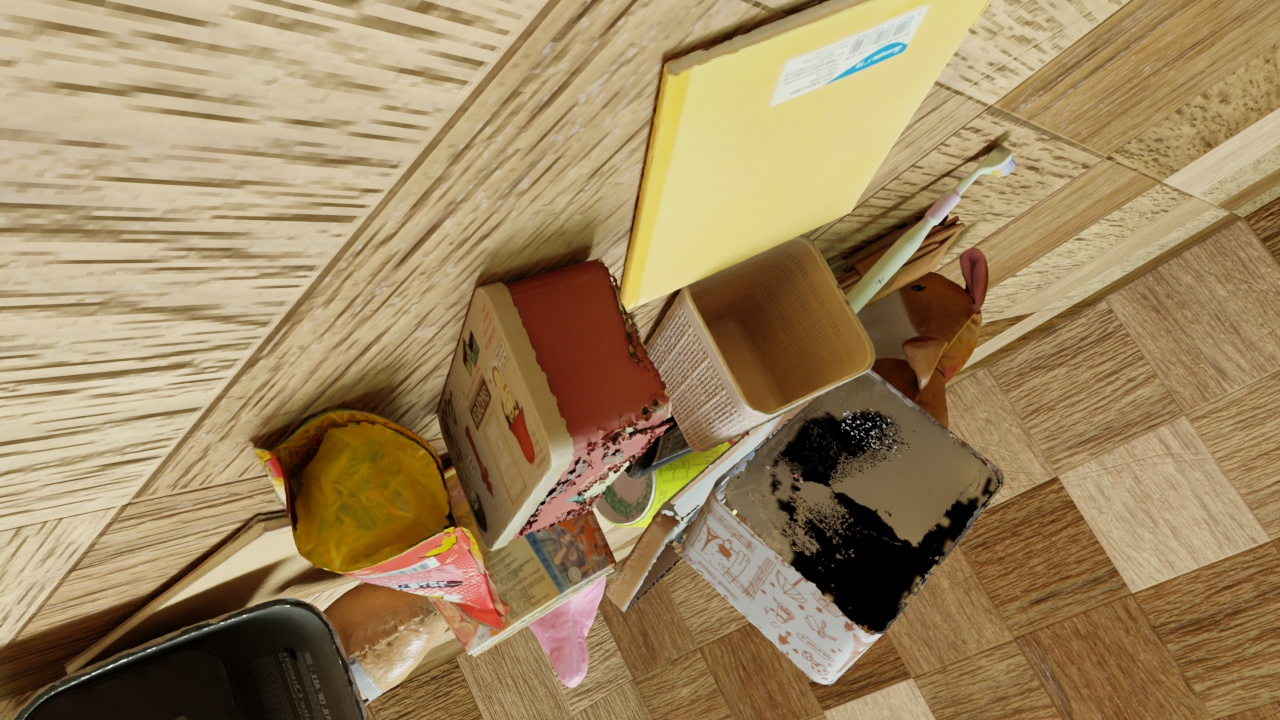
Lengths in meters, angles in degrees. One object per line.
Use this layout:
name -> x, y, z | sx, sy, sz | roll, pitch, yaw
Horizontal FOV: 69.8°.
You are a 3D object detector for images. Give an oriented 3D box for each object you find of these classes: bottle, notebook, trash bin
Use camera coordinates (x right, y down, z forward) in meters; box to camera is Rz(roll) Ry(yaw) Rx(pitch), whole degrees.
bottle -> 0.067, 0.034, 0.767 | 0.194, 0.044, 0.080 | -22, 147, -29
notebook -> -0.262, 0.146, 0.623 | 0.212, 0.012, 0.149 | -34, 167, 22
notebook -> 0.063, -0.089, 0.401 | 0.145, 0.010, 0.206 | -25, 166, -12
trash bin -> -0.314, 0.286, 0.629 | 0.198, 0.199, 0.220 | -16, 175, -40

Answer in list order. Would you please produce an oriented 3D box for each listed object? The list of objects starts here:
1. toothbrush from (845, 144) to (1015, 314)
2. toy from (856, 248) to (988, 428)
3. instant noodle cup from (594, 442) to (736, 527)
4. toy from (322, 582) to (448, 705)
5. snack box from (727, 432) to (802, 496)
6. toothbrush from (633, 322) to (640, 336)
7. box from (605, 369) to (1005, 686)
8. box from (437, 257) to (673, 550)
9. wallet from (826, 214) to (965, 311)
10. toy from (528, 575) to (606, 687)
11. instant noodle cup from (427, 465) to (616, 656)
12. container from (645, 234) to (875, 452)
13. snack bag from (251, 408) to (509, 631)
toothbrush -> 0.161, -0.060, 0.580 | 0.190, 0.020, 0.029 | -46, 174, 11
toy -> 0.210, -0.001, 0.750 | 0.199, 0.130, 0.140 | -56, -164, -21
instant noodle cup -> 0.018, 0.109, 0.849 | 0.112, 0.111, 0.123 | -37, 156, 32
toy -> -0.191, 0.205, 0.764 | 0.143, 0.082, 0.225 | -22, -178, 14
snack box -> 0.124, 0.070, 0.821 | 0.075, 0.153, 0.025 | -6, 114, -26
toothbrush -> -0.004, 0.003, 0.601 | 0.016, 0.014, 0.189 | -38, 167, -5
box -> 0.110, 0.126, 0.631 | 0.180, 0.158, 0.206 | -34, 161, -39
box -> -0.041, 0.027, 0.447 | 0.077, 0.091, 0.169 | -18, 163, -25
wallet -> 0.162, -0.058, 0.665 | 0.132, 0.031, 0.108 | -29, 168, -1
toy -> -0.077, 0.163, 0.791 | 0.074, 0.178, 0.195 | 4, -172, -24
instant noodle cup -> -0.095, 0.131, 0.656 | 0.151, 0.111, 0.151 | -30, 169, -7
container -> 0.062, -0.003, 0.550 | 0.089, 0.090, 0.111 | -23, 168, -23
snack bag -> -0.136, 0.101, 0.501 | 0.208, 0.128, 0.073 | 102, 7, -64
